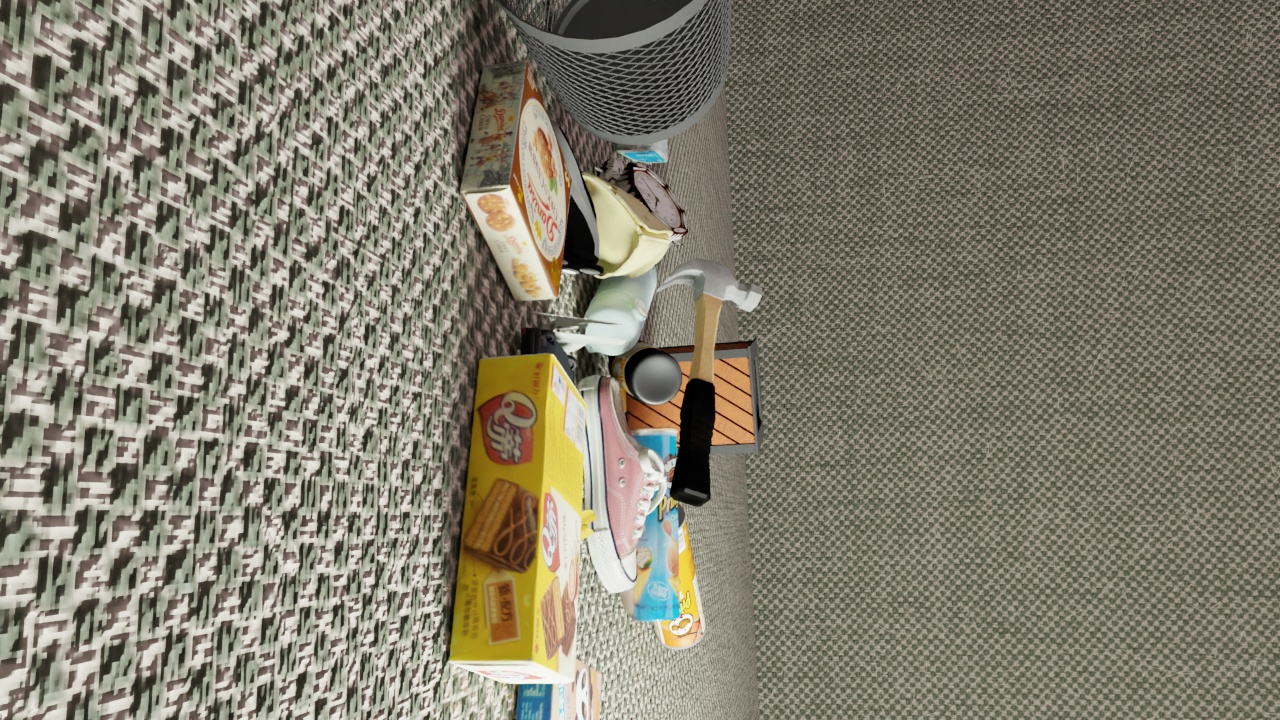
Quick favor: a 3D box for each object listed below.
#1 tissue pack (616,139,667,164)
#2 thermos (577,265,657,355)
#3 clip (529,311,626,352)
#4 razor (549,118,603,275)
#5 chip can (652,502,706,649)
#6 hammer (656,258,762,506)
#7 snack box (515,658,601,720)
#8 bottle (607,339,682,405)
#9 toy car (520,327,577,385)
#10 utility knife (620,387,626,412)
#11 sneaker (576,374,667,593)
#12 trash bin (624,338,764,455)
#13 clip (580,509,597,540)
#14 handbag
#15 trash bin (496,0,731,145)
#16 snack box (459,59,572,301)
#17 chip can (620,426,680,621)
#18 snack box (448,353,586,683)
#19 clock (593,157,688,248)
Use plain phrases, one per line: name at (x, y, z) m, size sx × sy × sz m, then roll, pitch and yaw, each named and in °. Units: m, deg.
tissue pack at (0.000, -0.331, 1.302) m, size 0.144 × 0.062 × 0.093 m, roll -12°, pitch 100°, yaw -76°
thermos at (-0.021, -0.069, 1.070) m, size 0.065 × 0.078 × 0.206 m, roll 59°, pitch 17°, yaw -16°
clip at (-0.068, -0.018, 0.869) m, size 0.059 × 0.101 × 0.050 m, roll -38°, pitch -128°, yaw 50°
razor at (-0.074, -0.158, 0.901) m, size 0.060 × 0.057 × 0.156 m, roll -20°, pitch 109°, yaw -45°
chip can at (0.039, 0.291, 1.242) m, size 0.075 × 0.075 × 0.215 m, roll -78°, pitch 160°, yaw -54°
hammer at (0.072, 0.017, 1.089) m, size 0.039 × 0.131 × 0.327 m, roll 132°, pitch -27°, yaw -51°
snack box at (-0.069, 0.305, 0.796) m, size 0.151 × 0.034 × 0.087 m, roll 66°, pitch 23°, yaw -61°
bottle at (-0.006, 0.006, 1.055) m, size 0.182 × 0.059 × 0.059 m, roll -150°, pitch -127°, yaw -72°
toy car at (-0.084, 0.006, 0.824) m, size 0.112 × 0.034 × 0.046 m, roll 58°, pitch 30°, yaw -66°
utility knife at (-0.027, 0.011, 1.174) m, size 0.030 × 0.017 × 0.179 m, roll 7°, pitch 82°, yaw -68°
sneaker at (-0.013, 0.133, 0.999) m, size 0.118 × 0.088 × 0.241 m, roll -32°, pitch 117°, yaw -77°
trash bin at (0.073, 0.050, 1.249) m, size 0.139 × 0.172 × 0.140 m, roll -28°, pitch 114°, yaw -78°
clip at (-0.072, 0.150, 0.827) m, size 0.049 × 0.054 × 0.044 m, roll 24°, pitch 41°, yaw -51°
handbag at (-0.033, -0.146, 0.989) m, size 0.111 × 0.081 × 0.119 m, roll 50°, pitch 15°, yaw 6°
trash bin at (-0.016, -0.337, 0.855) m, size 0.227 × 0.218 × 0.217 m, roll 56°, pitch 32°, yaw -76°
snack box at (-0.100, -0.149, 0.776) m, size 0.143 × 0.041 × 0.146 m, roll 71°, pitch 19°, yaw -55°
chip can at (0.008, 0.196, 1.113) m, size 0.080 × 0.080 × 0.229 m, roll 37°, pitch 51°, yaw -75°
snack box at (-0.087, 0.120, 0.698) m, size 0.110 × 0.062 × 0.229 m, roll 64°, pitch 24°, yaw -62°
clock at (-0.011, -0.191, 1.147) m, size 0.154 × 0.065 × 0.114 m, roll 18°, pitch 44°, yaw -50°
